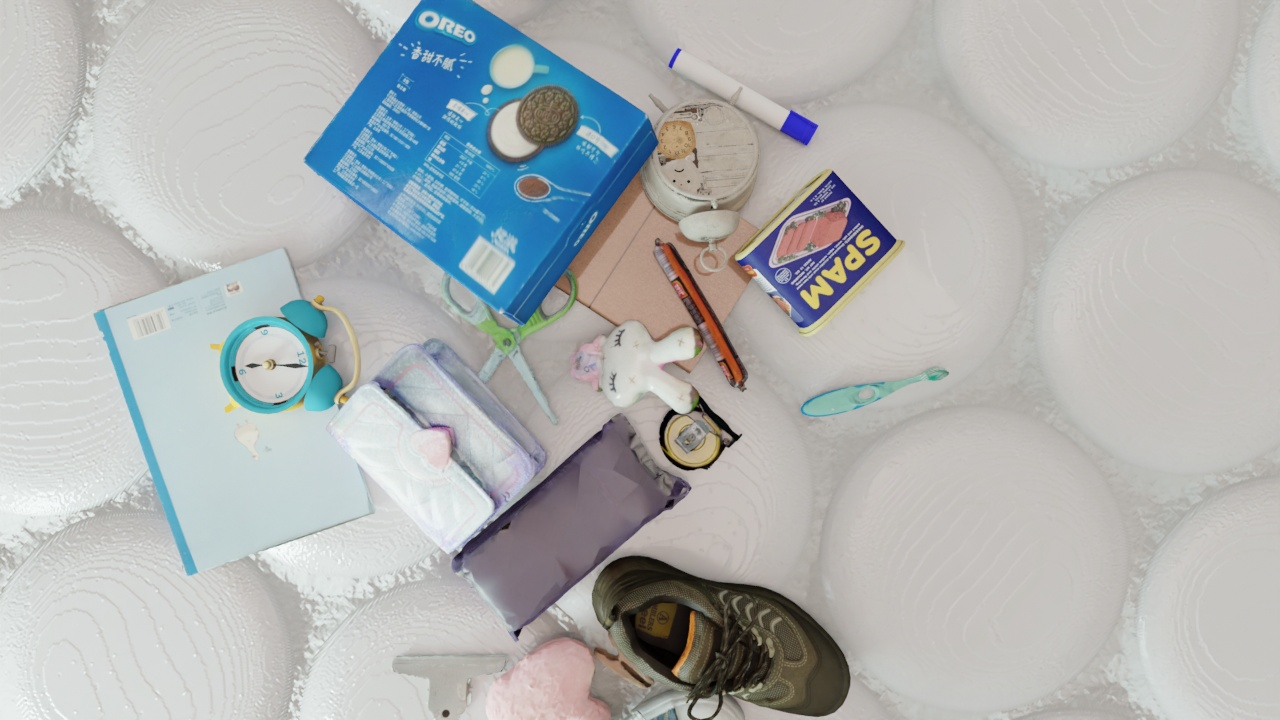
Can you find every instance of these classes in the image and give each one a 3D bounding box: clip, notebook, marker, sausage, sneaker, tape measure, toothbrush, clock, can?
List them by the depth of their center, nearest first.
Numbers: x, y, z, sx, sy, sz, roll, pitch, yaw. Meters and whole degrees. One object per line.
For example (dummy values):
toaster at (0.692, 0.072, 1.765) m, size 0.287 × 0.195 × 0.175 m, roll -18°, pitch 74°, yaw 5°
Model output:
sneaker at (0.073, 0.235, 0.756) m, size 0.238 × 0.143 × 0.101 m, roll 21°, pitch 90°, yaw 0°
clock at (0.056, -0.154, 0.782) m, size 0.103 × 0.061 × 0.156 m, roll -6°, pitch 81°, yaw -5°
can at (0.151, -0.094, 0.789) m, size 0.116 × 0.056 × 0.092 m, roll -44°, pitch 96°, yaw -1°
sneaker at (-0.010, 0.369, 0.790) m, size 0.235 × 0.079 × 0.087 m, roll -38°, pitch 91°, yaw 1°
clock at (-0.306, 0.000, 0.797) m, size 0.130 × 0.043 × 0.099 m, roll -13°, pitch 90°, yaw 6°
sausage at (0.054, -0.041, 0.804) m, size 0.020 × 0.020 × 0.155 m, roll -30°, pitch 90°, yaw 0°
tape measure at (0.047, 0.067, 0.808) m, size 0.061 × 0.034 × 0.061 m, roll 43°, pitch 92°, yaw 1°
marker at (0.091, -0.234, 0.811) m, size 0.141 × 0.020 × 0.020 m, roll 30°, pitch 91°, yaw 0°
clip at (-0.170, 0.290, 0.812) m, size 0.102 × 0.045 × 0.055 m, roll -1°, pitch 78°, yaw 1°
toothbrush at (0.209, 0.027, 0.815) m, size 0.135 × 0.017 × 0.022 m, roll -15°, pitch 94°, yaw 0°
clip at (-0.017, 0.270, 0.817) m, size 0.052 × 0.026 × 0.059 m, roll -13°, pitch 90°, yaw 2°
notebook at (-0.005, -0.104, 0.819) m, size 0.209 × 0.008 × 0.141 m, roll 33°, pitch 91°, yaw 0°
notebook at (-0.363, 0.046, 0.822) m, size 0.181 × 0.009 × 0.253 m, roll -18°, pitch 91°, yaw 0°

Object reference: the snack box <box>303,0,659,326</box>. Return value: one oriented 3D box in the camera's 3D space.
snack box at (-0.135, -0.175, 0.767) m, size 0.239 × 0.056 × 0.195 m, roll 37°, pitch 91°, yaw 16°

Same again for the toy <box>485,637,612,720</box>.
toy at (-0.076, 0.301, 0.806) m, size 0.108 × 0.053 × 0.105 m, roll -34°, pitch 102°, yaw -2°

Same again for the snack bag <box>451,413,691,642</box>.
snack bag at (-0.063, 0.145, 0.798) m, size 0.205 × 0.058 × 0.096 m, roll -41°, pitch 90°, yaw 1°

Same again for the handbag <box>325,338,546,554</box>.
handbag at (-0.177, 0.075, 0.792) m, size 0.126 × 0.069 × 0.158 m, roll -42°, pitch 93°, yaw 9°

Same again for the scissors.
scissors at (-0.122, -0.019, 0.817) m, size 0.172 × 0.023 × 0.171 m, roll 37°, pitch 94°, yaw -2°

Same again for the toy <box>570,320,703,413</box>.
toy at (-0.005, 0.005, 0.795) m, size 0.123 × 0.038 × 0.079 m, roll 3°, pitch 93°, yaw 21°

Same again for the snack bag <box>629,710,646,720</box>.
snack bag at (0.037, 0.374, 0.750) m, size 0.077 × 0.041 × 0.225 m, roll -45°, pitch 126°, yaw -10°
